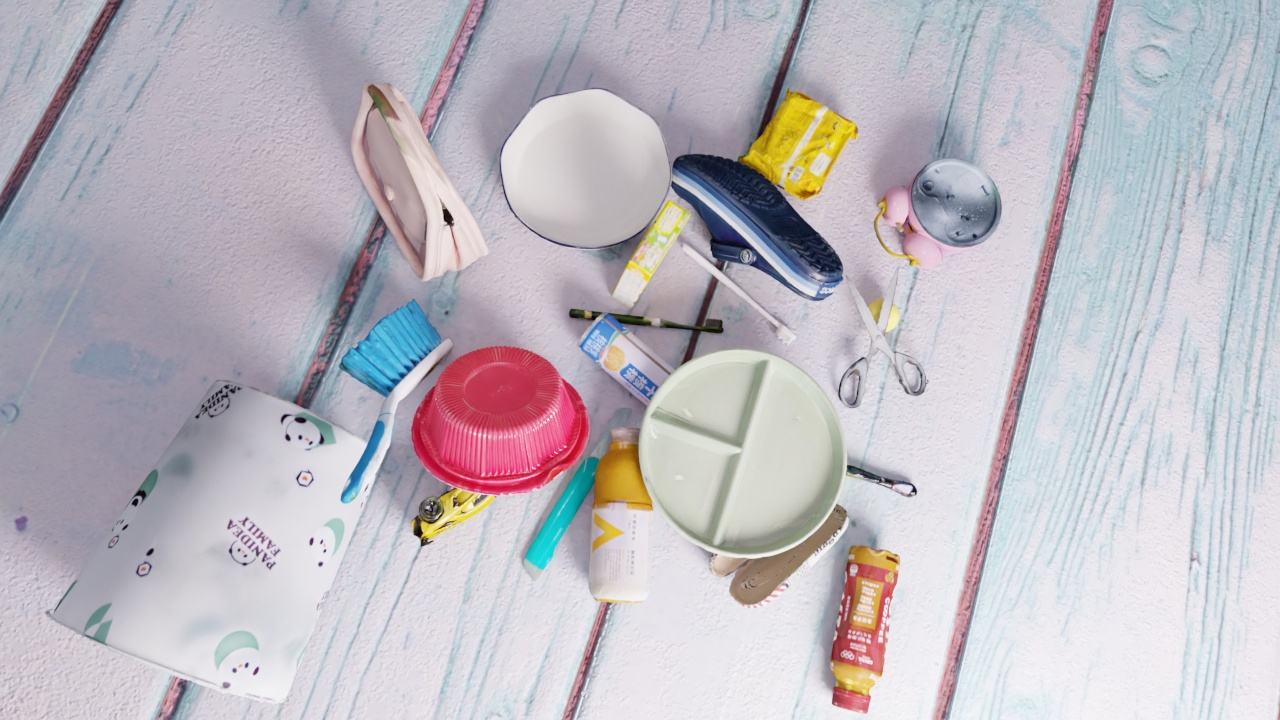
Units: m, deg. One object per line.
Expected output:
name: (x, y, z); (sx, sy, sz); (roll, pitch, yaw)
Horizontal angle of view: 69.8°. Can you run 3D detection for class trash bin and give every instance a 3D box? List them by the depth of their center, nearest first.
trash bin: (-0.393, 0.171, 0.897); (0.229, 0.230, 0.251); (22, 69, -1)

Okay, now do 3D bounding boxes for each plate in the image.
plate: (0.111, 0.099, 1.002); (0.230, 0.027, 0.230); (1, 76, -5)
plate: (-0.065, -0.225, 1.104); (0.205, 0.045, 0.204); (0, 77, -2)

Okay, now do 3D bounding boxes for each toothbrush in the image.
toothbrush: (0.008, -0.049, 1.092); (0.186, 0.012, 0.017); (6, 70, -5)
toothbrush: (0.115, -0.081, 1.110); (0.180, 0.016, 0.016); (41, 82, 3)

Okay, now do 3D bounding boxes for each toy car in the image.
toy car: (-0.182, 0.143, 0.995); (0.155, 0.071, 0.041); (-38, 82, -14)

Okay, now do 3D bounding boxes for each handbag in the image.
handbag: (-0.245, -0.207, 0.986); (0.093, 0.234, 0.193); (-28, 81, -14)

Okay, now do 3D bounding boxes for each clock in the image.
clock: (0.364, -0.179, 1.138); (0.158, 0.060, 0.117); (-25, 82, -13)

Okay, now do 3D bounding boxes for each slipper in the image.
slipper: (0.133, -0.152, 1.092); (0.253, 0.095, 0.104); (45, 37, 23)

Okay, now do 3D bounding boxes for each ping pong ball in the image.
ping pong ball: (0.292, -0.054, 1.109); (0.040, 0.040, 0.040); (1, 77, -6)

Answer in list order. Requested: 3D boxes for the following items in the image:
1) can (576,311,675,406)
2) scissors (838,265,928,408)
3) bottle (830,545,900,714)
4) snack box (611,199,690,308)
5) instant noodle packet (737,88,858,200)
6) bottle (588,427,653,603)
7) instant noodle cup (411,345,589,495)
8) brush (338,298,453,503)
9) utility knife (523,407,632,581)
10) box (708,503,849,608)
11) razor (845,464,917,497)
can: (-0.006, 0.006, 1.056); (0.134, 0.053, 0.053); (40, 76, 4)
scissors: (0.285, -0.021, 1.086); (0.159, 0.014, 0.181); (27, 95, -14)
bottle: (0.246, 0.296, 1.013); (0.057, 0.057, 0.174); (14, 76, -3)
snack box: (0.010, -0.118, 1.042); (0.034, 0.141, 0.086); (32, 75, 0)
instant noodle packet: (0.198, -0.267, 1.148); (0.111, 0.044, 0.128); (32, 72, 8)
bottle: (-0.020, 0.169, 1.009); (0.068, 0.068, 0.189); (4, 76, -6)
instant noodle cup: (-0.148, 0.050, 0.979); (0.194, 0.066, 0.193); (4, 44, -4)
brush: (-0.260, 0.030, 0.923); (0.109, 0.313, 0.061); (42, 113, -6)
utility knife: (-0.069, 0.146, 1.037); (0.029, 0.013, 0.222); (31, 78, 3)
box: (0.158, 0.202, 1.016); (0.162, 0.076, 0.087); (-39, 56, -17)
razor: (0.257, 0.134, 1.071); (0.142, 0.022, 0.042); (17, 78, -2)
